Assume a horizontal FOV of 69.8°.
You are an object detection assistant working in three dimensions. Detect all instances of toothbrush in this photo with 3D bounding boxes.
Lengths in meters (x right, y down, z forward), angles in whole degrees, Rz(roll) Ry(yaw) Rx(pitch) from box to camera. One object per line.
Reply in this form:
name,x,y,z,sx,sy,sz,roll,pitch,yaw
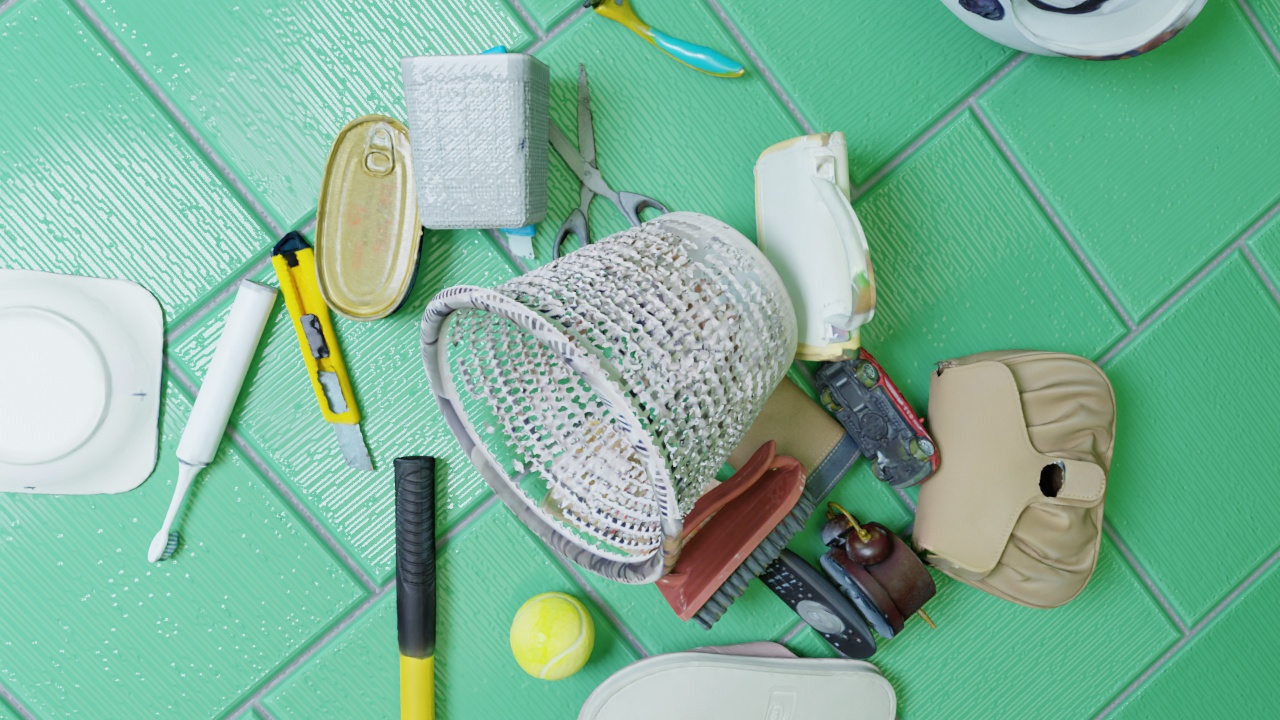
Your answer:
toothbrush,-0.320,0.046,0.679,0.027,0.026,0.221,21,90,29

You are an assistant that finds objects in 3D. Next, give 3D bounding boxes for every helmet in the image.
helmet,0.294,-0.343,0.685,0.229,0.146,0.258,-43,106,-2

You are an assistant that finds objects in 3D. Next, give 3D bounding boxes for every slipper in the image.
slipper,0.079,0.280,0.736,0.274,0.054,0.114,3,96,-19

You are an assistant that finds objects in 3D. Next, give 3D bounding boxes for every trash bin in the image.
trash bin,-0.005,0.004,0.627,0.191,0.228,0.227,-40,99,-32

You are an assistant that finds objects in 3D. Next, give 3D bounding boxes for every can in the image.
can,-0.196,-0.102,0.677,0.074,0.049,0.148,6,93,-9

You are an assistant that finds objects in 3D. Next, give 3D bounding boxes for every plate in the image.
plate,-0.434,0.017,0.658,0.163,0.034,0.164,3,92,-8

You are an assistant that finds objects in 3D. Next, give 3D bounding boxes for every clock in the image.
clock,0.183,0.164,0.731,0.055,0.082,0.122,-37,100,-9

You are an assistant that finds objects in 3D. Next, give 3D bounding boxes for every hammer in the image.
hammer,-0.172,0.224,0.709,0.128,0.033,0.301,-1,94,-9

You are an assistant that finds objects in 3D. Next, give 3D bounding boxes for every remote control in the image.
remote control,0.137,0.188,0.742,0.136,0.053,0.024,43,54,-2

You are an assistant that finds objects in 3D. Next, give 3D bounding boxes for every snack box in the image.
snack box,0.009,0.115,0.731,0.157,0.026,0.084,27,89,-9

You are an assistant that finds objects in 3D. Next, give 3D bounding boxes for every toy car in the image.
toy car,0.191,0.044,0.730,0.045,0.053,0.120,-22,77,-45

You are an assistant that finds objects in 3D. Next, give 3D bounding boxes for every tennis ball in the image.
tennis ball,-0.068,0.212,0.706,0.065,0.065,0.065,0,93,-8

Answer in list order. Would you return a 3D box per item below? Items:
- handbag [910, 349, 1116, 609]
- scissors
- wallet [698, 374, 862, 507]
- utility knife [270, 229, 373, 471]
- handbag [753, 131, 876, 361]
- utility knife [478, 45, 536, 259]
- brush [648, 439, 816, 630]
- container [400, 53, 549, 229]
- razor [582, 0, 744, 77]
handbag,0.300,0.091,0.734,0.147,0.100,0.204,7,88,-7
scissors,-0.040,-0.138,0.718,0.178,0.014,0.159,28,87,-7
wallet,0.112,0.065,0.741,0.115,0.033,0.090,42,84,-8
utility knife,-0.238,-0.004,0.693,0.033,0.015,0.192,-17,96,-4
handbag,0.125,-0.081,0.660,0.063,0.178,0.163,-6,96,-3
utility knife,-0.104,-0.156,0.703,0.034,0.018,0.162,-11,96,-8
brush,0.069,0.127,0.692,0.146,0.063,0.069,-45,112,-3
container,-0.112,-0.153,0.651,0.090,0.090,0.114,0,102,6
razor,0.021,-0.253,0.709,0.132,0.028,0.043,28,58,-6
